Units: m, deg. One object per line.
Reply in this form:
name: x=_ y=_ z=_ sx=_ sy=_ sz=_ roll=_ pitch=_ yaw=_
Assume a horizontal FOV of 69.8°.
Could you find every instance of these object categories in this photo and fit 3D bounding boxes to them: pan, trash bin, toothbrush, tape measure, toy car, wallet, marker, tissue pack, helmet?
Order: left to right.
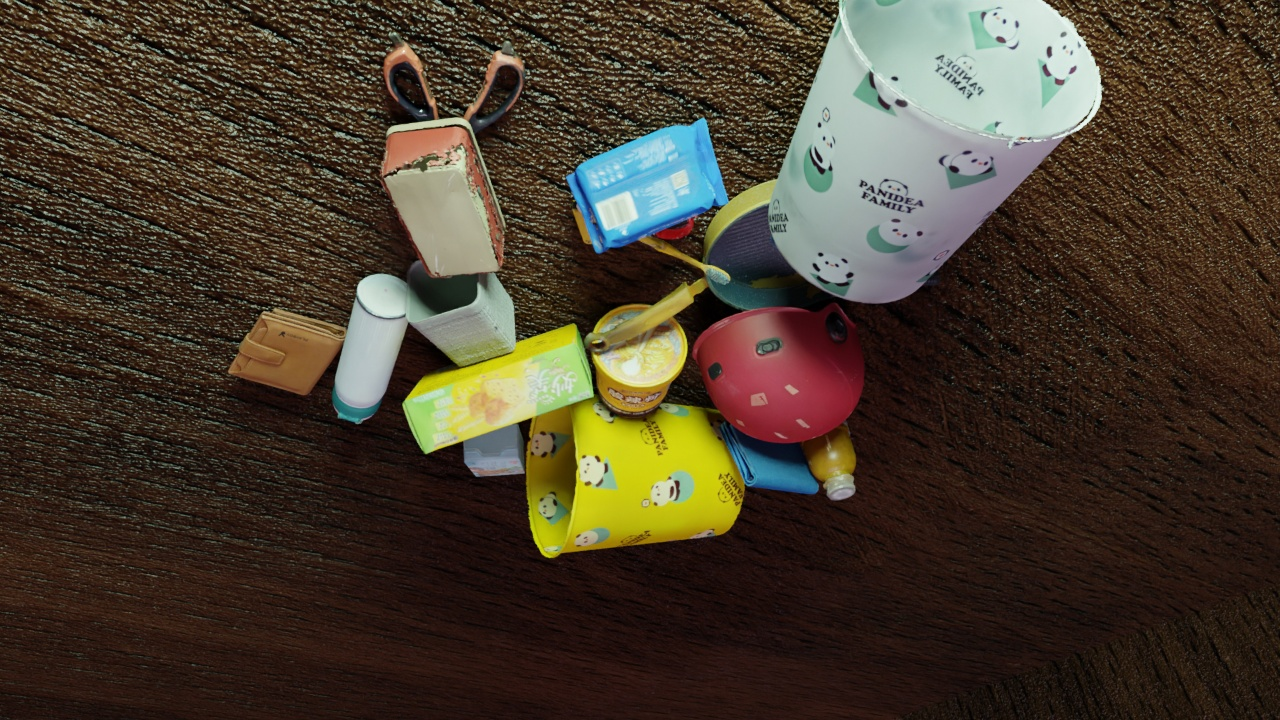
wallet: x=-0.439 y=-0.010 z=1.141 sx=0.107 sy=0.031 sz=0.132 roll=19 pitch=135 yaw=-33
tape measure: x=-0.044 y=-0.154 z=1.012 sx=0.057 sy=0.028 sz=0.060 roll=-11 pitch=143 yaw=5
trash bin: x=-0.008 y=0.155 z=1.284 sx=0.255 sy=0.229 sz=0.230 roll=3 pitch=143 yaw=-23
tissue pack: x=0.008 y=-0.178 z=0.939 sx=0.157 sy=0.095 sz=0.052 roll=-19 pitch=-178 yaw=17
toothbrush: x=0.016 y=-0.126 z=0.998 sx=0.191 sy=0.018 sz=0.016 roll=25 pitch=113 yaw=-15
toy car: x=0.040 y=-0.170 z=1.005 sx=0.049 sy=0.031 sz=0.106 roll=2 pitch=144 yaw=-10
pan: x=0.097 y=-0.093 z=1.074 sx=0.358 sy=0.078 sz=0.198 roll=-17 pitch=142 yaw=13
wallet: x=0.173 y=0.131 z=1.239 sx=0.133 sy=0.106 sz=0.040 roll=14 pitch=131 yaw=-40
helmet: x=0.181 y=0.027 z=1.154 sx=0.207 sy=0.143 sz=0.239 roll=-27 pitch=157 yaw=30
marker: x=0.312 y=-0.102 z=1.149 sx=0.130 sy=0.018 sz=0.023 roll=-2 pitch=134 yaw=-8
trash bin: x=0.246 y=-0.197 z=0.853 sx=0.229 sy=0.229 sz=0.253 roll=3 pitch=147 yaw=-13

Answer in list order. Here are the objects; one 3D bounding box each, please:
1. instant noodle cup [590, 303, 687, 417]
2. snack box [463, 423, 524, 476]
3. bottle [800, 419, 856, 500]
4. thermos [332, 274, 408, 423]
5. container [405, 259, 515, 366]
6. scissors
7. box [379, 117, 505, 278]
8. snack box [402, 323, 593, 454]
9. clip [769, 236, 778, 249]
instant noodle cup: x=-0.007 y=0.007 z=1.168 sx=0.118 sy=0.118 sz=0.115 roll=-1 pitch=151 yaw=-8
snack box: x=-0.204 y=0.128 z=1.295 sx=0.074 sy=0.051 sz=0.175 roll=-2 pitch=167 yaw=-5
bottle: x=0.253 y=0.101 z=1.265 sx=0.068 sy=0.189 sz=0.068 roll=-6 pitch=144 yaw=-5
thermos: x=-0.332 y=-0.008 z=1.126 sx=0.073 sy=0.073 sz=0.225 roll=10 pitch=139 yaw=-21
container: x=-0.203 y=-0.059 z=1.067 sx=0.090 sy=0.090 sz=0.114 roll=-15 pitch=146 yaw=12
scissors: x=-0.188 y=-0.232 z=0.898 sx=0.189 sy=0.015 sz=0.227 roll=-15 pitch=143 yaw=11
box: x=-0.193 y=-0.153 z=0.926 sx=0.091 sy=0.080 sz=0.168 roll=-6 pitch=148 yaw=4
snack box: x=-0.164 y=0.029 z=1.103 sx=0.210 sy=0.157 sz=0.070 roll=-18 pitch=102 yaw=0
clip: x=0.168 y=-0.141 z=0.989 sx=0.058 sy=0.027 sz=0.045 roll=-47 pitch=152 yaw=17
